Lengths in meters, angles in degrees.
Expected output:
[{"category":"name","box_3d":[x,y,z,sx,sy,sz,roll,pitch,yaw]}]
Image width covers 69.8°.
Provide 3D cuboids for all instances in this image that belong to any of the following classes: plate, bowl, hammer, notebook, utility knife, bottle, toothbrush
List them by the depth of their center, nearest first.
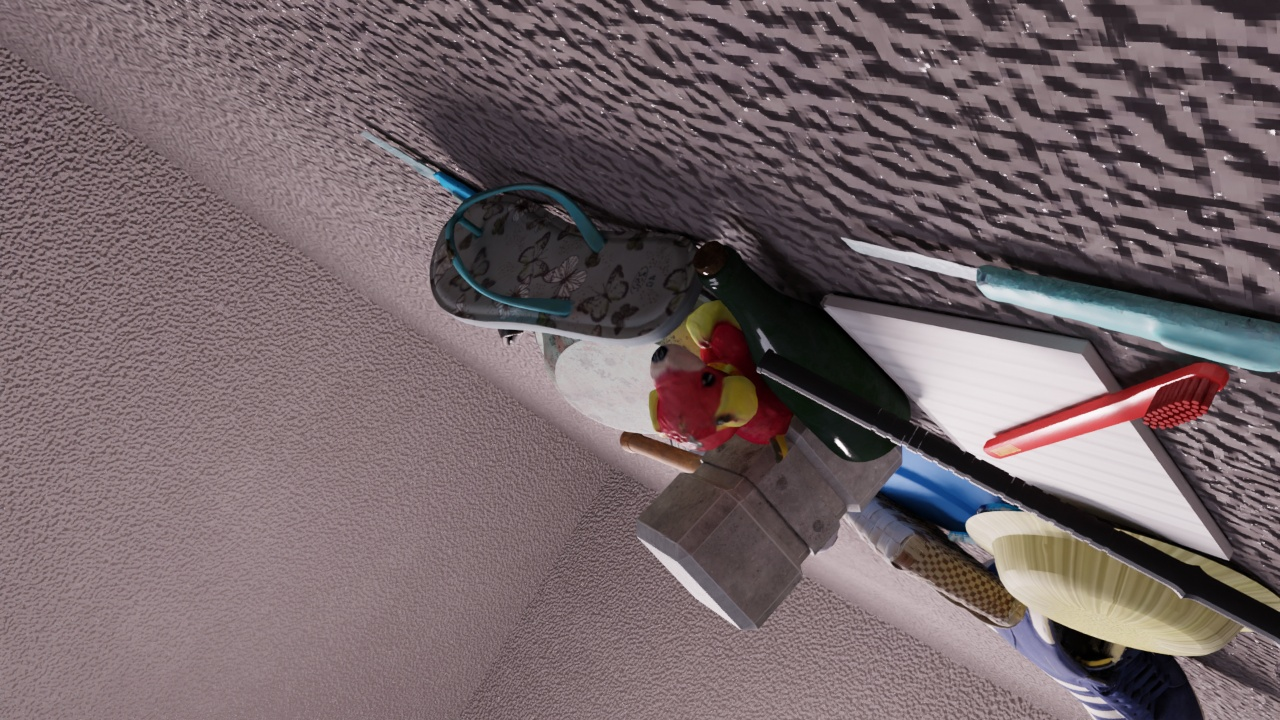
[{"category":"utility knife","box_3d":[0.142,-0.024,0.332,0.166,0.015,0.022,21,165,41]},{"category":"hammer","box_3d":[0.196,0.067,0.395,0.325,0.095,0.015,29,171,22]},{"category":"toothbrush","box_3d":[0.191,0.032,0.407,0.012,0.018,0.213,30,170,7]},{"category":"notebook","box_3d":[0.201,0.035,0.475,0.209,0.009,0.143,38,168,-35]},{"category":"bottle","box_3d":[0.085,-0.007,0.499,0.174,0.055,0.055,40,168,-37]},{"category":"plate","box_3d":[0.295,0.150,0.578,0.184,0.036,0.184,22,163,7]},{"category":"bowl","box_3d":[-0.004,0.004,0.647,0.157,0.038,0.158,9,141,7]},{"category":"plate","box_3d":[0.222,0.101,0.704,0.224,0.024,0.224,31,171,5]},{"category":"utility knife","box_3d":[-0.126,-0.122,0.715,0.221,0.015,0.031,33,167,3]},{"category":"hammer","box_3d":[0.044,0.083,0.728,0.083,0.162,0.318,49,166,-16]}]

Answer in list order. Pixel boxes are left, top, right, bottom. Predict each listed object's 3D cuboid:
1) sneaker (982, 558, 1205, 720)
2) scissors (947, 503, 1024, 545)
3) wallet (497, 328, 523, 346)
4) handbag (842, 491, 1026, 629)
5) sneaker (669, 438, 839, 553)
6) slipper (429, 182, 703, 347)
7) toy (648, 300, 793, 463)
[{"category":"sneaker","box_3d":[0.386,0.239,0.726,0.233,0.091,0.118,40,169,2]},{"category":"scissors","box_3d":[0.273,0.128,0.630,0.134,0.011,0.139,5,153,42]},{"category":"wallet","box_3d":[-0.119,-0.064,0.782,0.120,0.031,0.099,154,102,-81]},{"category":"handbag","box_3d":[0.226,0.154,0.765,0.124,0.047,0.186,31,-175,-12]},{"category":"sneaker","box_3d":[0.139,0.142,0.995,0.239,0.088,0.124,37,174,-12]},{"category":"slipper","box_3d":[-0.074,-0.064,0.585,0.269,0.098,0.054,21,167,46]},{"category":"toy","box_3d":[0.055,0.017,0.552,0.105,0.067,0.137,53,-148,4]}]
